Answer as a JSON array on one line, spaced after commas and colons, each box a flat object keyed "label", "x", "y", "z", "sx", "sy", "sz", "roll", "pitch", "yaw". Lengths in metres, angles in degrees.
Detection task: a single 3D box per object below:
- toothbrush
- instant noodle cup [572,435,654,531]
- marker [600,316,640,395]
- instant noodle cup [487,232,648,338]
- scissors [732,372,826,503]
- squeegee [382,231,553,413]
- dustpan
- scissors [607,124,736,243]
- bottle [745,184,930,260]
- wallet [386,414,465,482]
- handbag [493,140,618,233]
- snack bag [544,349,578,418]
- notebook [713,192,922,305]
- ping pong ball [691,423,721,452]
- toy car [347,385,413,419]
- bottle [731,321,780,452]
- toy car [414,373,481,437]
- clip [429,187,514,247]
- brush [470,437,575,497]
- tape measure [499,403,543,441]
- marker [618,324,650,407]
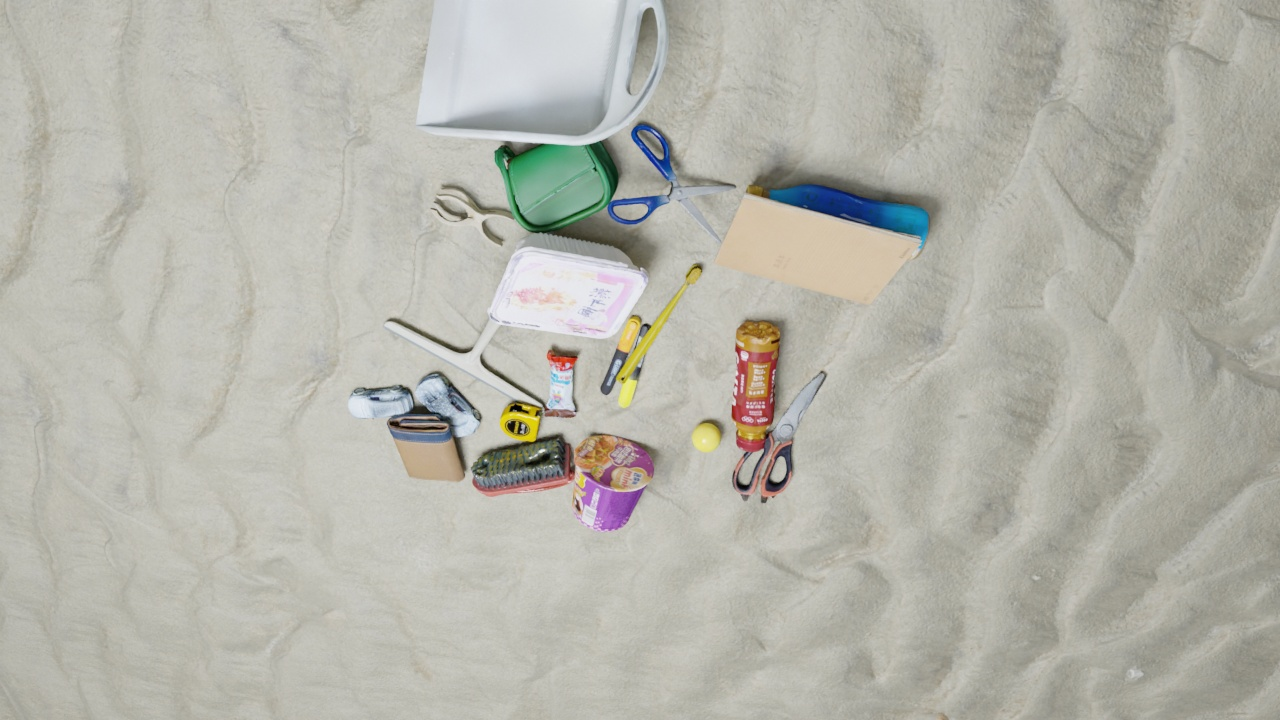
[{"label": "toothbrush", "x": 0.024, "y": -0.045, "z": 1.194, "sx": 0.015, "sy": 0.016, "sz": 0.190, "roll": 31, "pitch": 109, "yaw": -12}, {"label": "instant noodle cup", "x": -0.045, "y": 0.175, "z": 1.272, "sx": 0.111, "sy": 0.111, "sz": 0.099, "roll": 13, "pitch": 125, "yaw": -3}, {"label": "marker", "x": -0.028, "y": -0.004, "z": 1.228, "sx": 0.018, "sy": 0.015, "sz": 0.124, "roll": 23, "pitch": 118, "yaw": -1}, {"label": "instant noodle cup", "x": -0.092, "y": -0.097, "z": 1.128, "sx": 0.173, "sy": 0.060, "sz": 0.138, "roll": 6, "pitch": 142, "yaw": -25}, {"label": "scissors", "x": 0.209, "y": 0.111, "z": 1.269, "sx": 0.211, "sy": 0.015, "sz": 0.177, "roll": -26, "pitch": 110, "yaw": 16}, {"label": "squeegee", "x": -0.178, "y": -0.067, "z": 1.194, "sx": 0.246, "sy": 0.039, "sz": 0.247, "roll": 31, "pitch": 114, "yaw": -11}, {"label": "dustpan", "x": -0.105, "y": -0.339, "z": 0.974, "sx": 0.257, "sy": 0.142, "sz": 0.223, "roll": 9, "pitch": 97, "yaw": -6}, {"label": "scissors", "x": 0.033, "y": -0.203, "z": 1.093, "sx": 0.162, "sy": 0.012, "sz": 0.176, "roll": -33, "pitch": 94, "yaw": -20}, {"label": "bottle", "x": 0.232, "y": -0.174, "z": 1.100, "sx": 0.218, "sy": 0.065, "sz": 0.065, "roll": 13, "pitch": 116, "yaw": -2}, {"label": "wallet", "x": -0.297, "y": 0.124, "z": 1.282, "sx": 0.090, "sy": 0.033, "sz": 0.115, "roll": 3, "pitch": 134, "yaw": 9}, {"label": "handbag", "x": -0.098, "y": -0.222, "z": 1.103, "sx": 0.131, "sy": 0.067, "sz": 0.120, "roll": -19, "pitch": 105, "yaw": 14}, {"label": "snack bag", "x": -0.108, "y": 0.033, "z": 1.245, "sx": 0.045, "sy": 0.026, "sz": 0.105, "roll": 3, "pitch": 119, "yaw": -3}, {"label": "notebook", "x": 0.207, "y": -0.130, "z": 1.107, "sx": 0.211, "sy": 0.012, "sz": 0.150, "roll": 14, "pitch": 153, "yaw": -3}, {"label": "ping pong ball", "x": 0.091, "y": 0.106, "z": 1.260, "sx": 0.040, "sy": 0.040, "sz": 0.040, "roll": 2, "pitch": 116, "yaw": 3}, {"label": "toy car", "x": -0.362, "y": 0.062, "z": 1.273, "sx": 0.090, "sy": 0.034, "sz": 0.043, "roll": -3, "pitch": 119, "yaw": 7}, {"label": "bottle", "x": 0.150, "y": 0.037, "z": 1.212, "sx": 0.057, "sy": 0.057, "sz": 0.175, "roll": 2, "pitch": 116, "yaw": 3}, {"label": "toy car", "x": -0.266, "y": 0.066, "z": 1.270, "sx": 0.049, "sy": 0.031, "sz": 0.105, "roll": -33, "pitch": 111, "yaw": 20}, {"label": "clip", "x": -0.210, "y": -0.182, "z": 1.144, "sx": 0.100, "sy": 0.034, "sz": 0.076, "roll": 25, "pitch": 114, "yaw": -14}, {"label": "brush", "x": -0.167, "y": 0.160, "z": 1.294, "sx": 0.146, "sy": 0.063, "sz": 0.069, "roll": -12, "pitch": 135, "yaw": 11}, {"label": "tape measure", "x": -0.165, "y": 0.083, "z": 1.270, "sx": 0.057, "sy": 0.028, "sz": 0.060, "roll": 14, "pitch": 135, "yaw": -2}, {"label": "marker", "x": -0.007, "y": 0.007, "z": 1.234, "sx": 0.018, "sy": 0.015, "sz": 0.124, "roll": 15, "pitch": 113, "yaw": -5}]
